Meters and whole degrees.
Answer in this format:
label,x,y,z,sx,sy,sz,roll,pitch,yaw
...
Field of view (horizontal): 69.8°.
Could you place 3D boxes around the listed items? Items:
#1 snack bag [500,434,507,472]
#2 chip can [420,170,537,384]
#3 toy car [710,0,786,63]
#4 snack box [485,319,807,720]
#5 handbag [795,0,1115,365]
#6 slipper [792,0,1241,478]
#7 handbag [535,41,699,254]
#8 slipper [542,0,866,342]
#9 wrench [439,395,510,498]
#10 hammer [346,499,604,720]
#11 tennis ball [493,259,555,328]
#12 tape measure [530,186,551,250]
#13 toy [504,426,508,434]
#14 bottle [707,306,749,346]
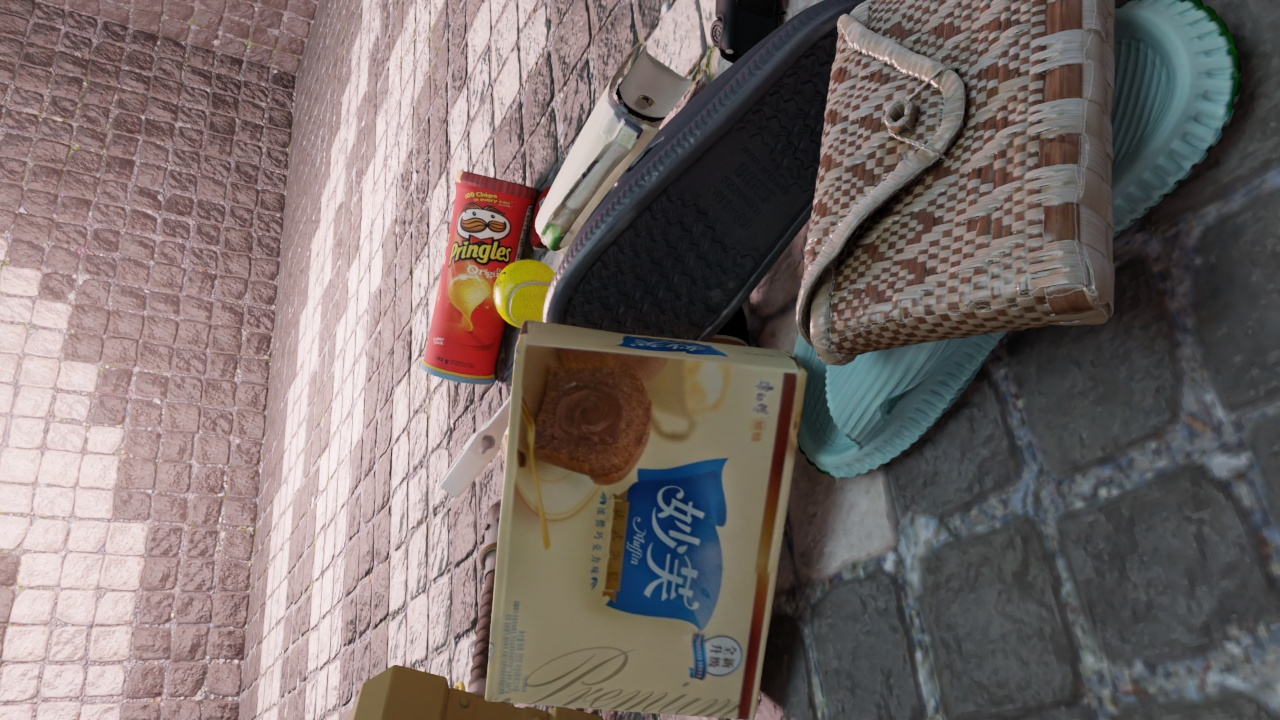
label,x,y,z,sx,sy,sz,roll,pitch,yaw
snack bag,-0.065,0.099,0.704,0.207,0.069,0.094,158,104,-75
chip can,-0.174,-0.088,0.978,0.087,0.087,0.213,30,108,60
toy car,0.074,-0.253,0.624,0.034,0.046,0.112,-26,58,61
snack box,-0.001,0.090,0.510,0.055,0.153,0.207,-102,18,-78
handbag,0.126,-0.093,0.376,0.124,0.047,0.185,-11,61,46
slipper,0.139,-0.050,0.427,0.277,0.069,0.115,-52,36,40
handbag,-0.025,-0.135,0.690,0.152,0.074,0.175,-52,9,42
slipper,0.035,-0.101,0.530,0.268,0.110,0.083,-47,41,14
wrench,-0.065,-0.008,0.683,0.272,0.018,0.066,-57,9,-31
hammer,-0.120,0.231,0.741,0.324,0.190,0.101,-93,26,-57
tennis ball,-0.107,-0.063,0.870,0.066,0.065,0.065,-27,59,56
tape measure,-0.093,-0.145,0.917,0.059,0.019,0.051,-34,53,53
toy,-0.107,0.066,0.861,0.076,0.037,0.125,122,152,-49
bottle,0.040,-0.016,0.598,0.059,0.059,0.181,-37,50,51
